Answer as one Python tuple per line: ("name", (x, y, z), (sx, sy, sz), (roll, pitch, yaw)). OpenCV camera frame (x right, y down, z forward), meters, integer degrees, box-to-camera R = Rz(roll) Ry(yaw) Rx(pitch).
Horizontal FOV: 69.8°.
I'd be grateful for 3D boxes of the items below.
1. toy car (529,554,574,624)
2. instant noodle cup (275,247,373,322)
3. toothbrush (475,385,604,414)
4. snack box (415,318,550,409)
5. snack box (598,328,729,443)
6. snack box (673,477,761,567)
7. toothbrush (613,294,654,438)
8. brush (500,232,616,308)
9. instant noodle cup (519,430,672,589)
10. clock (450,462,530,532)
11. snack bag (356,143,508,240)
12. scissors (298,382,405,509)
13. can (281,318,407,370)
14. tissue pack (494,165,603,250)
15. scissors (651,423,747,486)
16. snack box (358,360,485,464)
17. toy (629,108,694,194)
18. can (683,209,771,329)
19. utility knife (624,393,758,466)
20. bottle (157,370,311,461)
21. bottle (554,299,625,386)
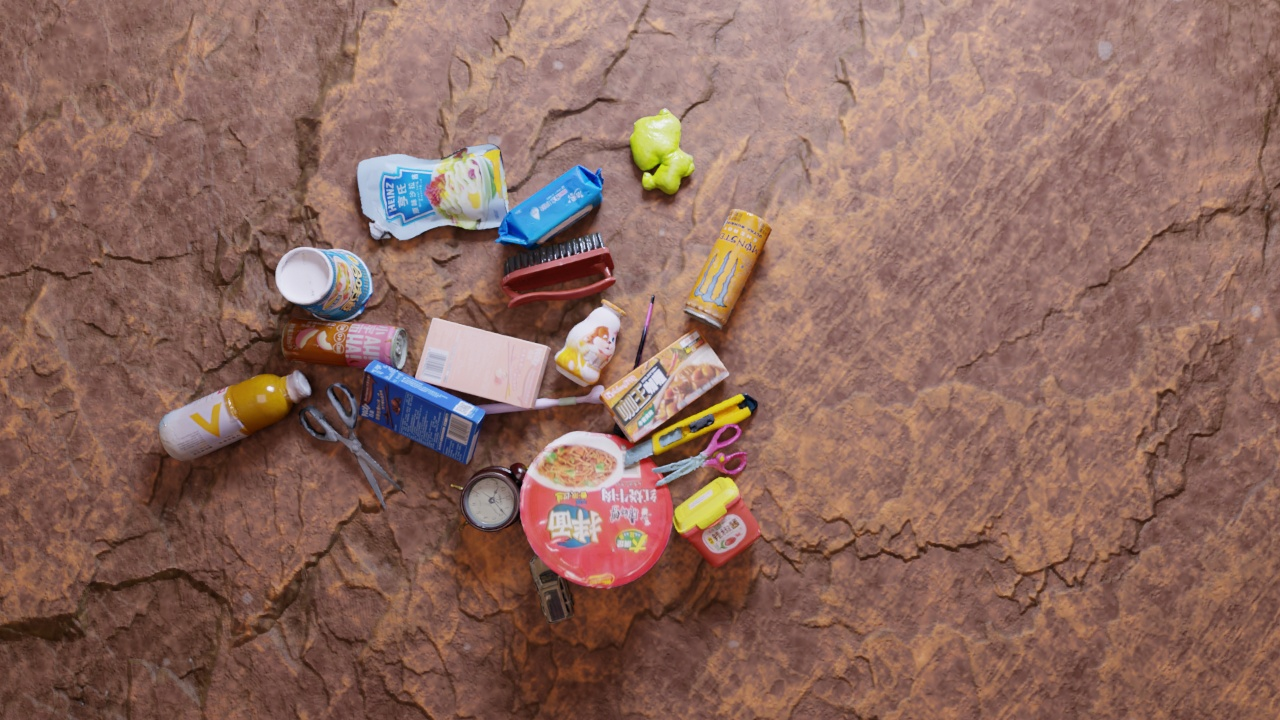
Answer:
("toy car", (-0.114, 0.288, 1.168), (0.042, 0.035, 0.090), (-17, 86, 0))
("instant noodle cup", (-0.401, -0.100, 1.152), (0.099, 0.110, 0.099), (0, 87, 2))
("toothbrush", (-0.139, 0.055, 1.183), (0.189, 0.021, 0.029), (-7, 120, 3))
("snack box", (-0.201, 0.004, 1.173), (0.157, 0.026, 0.084), (14, 83, 7))
("snack box", (0.030, 0.032, 1.156), (0.153, 0.026, 0.075), (-35, 86, -14))
("snack box", (0.097, 0.202, 1.144), (0.091, 0.082, 0.080), (-37, 101, 1))
("toothbrush", (-0.007, 0.007, 1.183), (0.018, 0.014, 0.189), (12, 88, 15))
("brush", (-0.106, -0.109, 1.164), (0.146, 0.063, 0.069), (-13, 75, 3))
("instant noodle cup", (-0.059, 0.187, 1.127), (0.193, 0.066, 0.193), (7, 66, -17))
("clock", (-0.175, 0.174, 1.162), (0.122, 0.055, 0.082), (-11, 88, 0))
("snack bag", (-0.269, -0.217, 1.188), (0.191, 0.038, 0.110), (-7, 99, 3))
("scissors", (-0.370, 0.107, 1.180), (0.159, 0.014, 0.171), (13, 110, 16))
("can", (-0.378, -0.020, 1.174), (0.147, 0.058, 0.058), (5, 88, 2))
("tissue pack", (-0.110, -0.186, 1.152), (0.157, 0.095, 0.052), (-34, 93, 1))
("scissors", (0.073, 0.117, 1.145), (0.137, 0.017, 0.077), (-8, 108, -22))
("snack box", (-0.278, 0.066, 1.160), (0.157, 0.026, 0.085), (25, 131, 3))
("toy", (0.024, -0.268, 1.180), (0.100, 0.031, 0.097), (40, 92, 2))
("can", (0.110, -0.115, 1.159), (0.058, 0.058, 0.146), (26, 89, 3))
("utility knife", (0.064, 0.088, 1.152), (0.192, 0.015, 0.033), (-23, 78, -15))
("bottle", (-0.515, 0.066, 1.172), (0.189, 0.068, 0.068), (-23, 88, 1))
("bottle", (-0.061, -0.023, 1.160), (0.063, 0.063, 0.108), (31, 90, 3))
